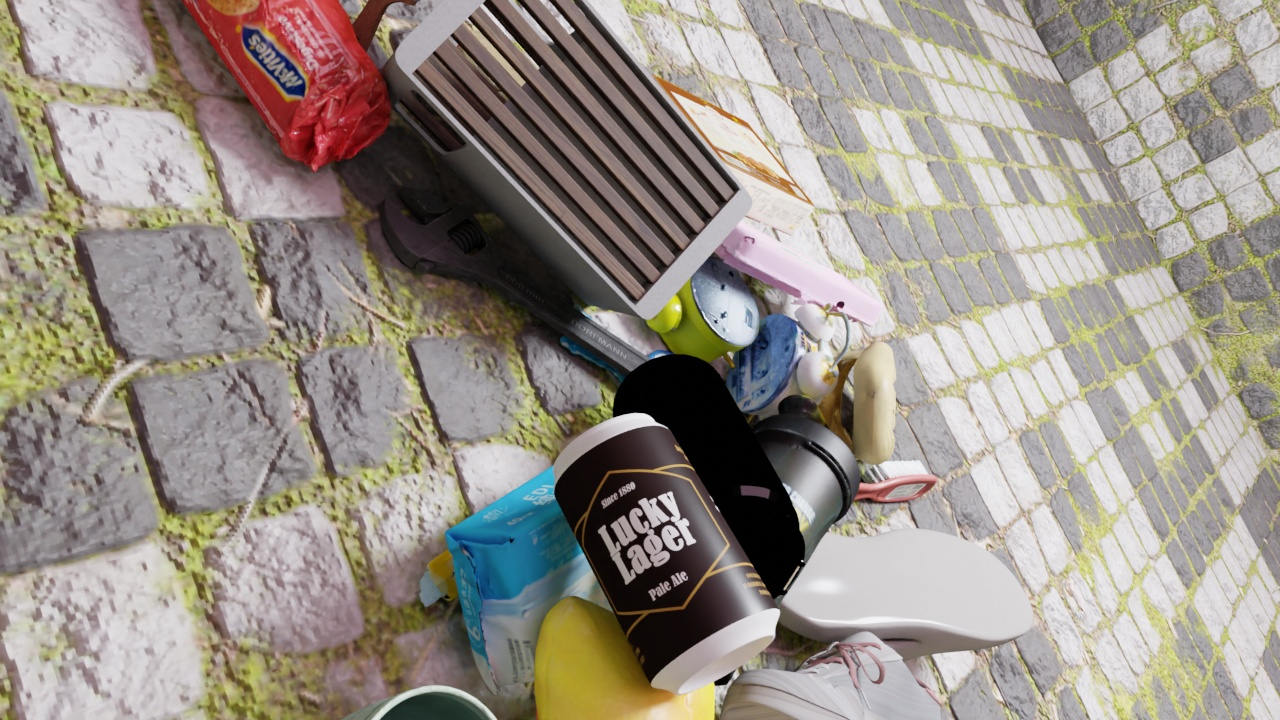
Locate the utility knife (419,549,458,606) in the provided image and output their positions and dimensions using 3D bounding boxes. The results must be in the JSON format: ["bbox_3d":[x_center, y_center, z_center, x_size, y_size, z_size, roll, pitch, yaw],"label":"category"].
[{"bbox_3d":[-0.078,0.108,0.568,0.030,0.017,0.158,53,42,8],"label":"utility knife"}]

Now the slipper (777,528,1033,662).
[{"bbox_3d":[0.200,0.204,0.763,0.265,0.081,0.112,7,39,-28],"label":"slipper"}]

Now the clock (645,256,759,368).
[{"bbox_3d":[0.045,-0.047,0.761,0.119,0.057,0.083,34,46,-28],"label":"clock"}]

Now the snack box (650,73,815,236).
[{"bbox_3d":[0.077,-0.194,0.866,0.143,0.041,0.147,12,38,-43],"label":"snack box"}]

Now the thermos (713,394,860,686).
[{"bbox_3d":[0.086,0.125,0.659,0.098,0.098,0.220,51,47,-10],"label":"thermos"}]

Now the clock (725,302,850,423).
[{"bbox_3d":[0.125,0.003,0.760,0.052,0.126,0.088,26,50,-25],"label":"clock"}]

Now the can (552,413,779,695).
[{"bbox_3d":[0.010,0.096,0.464,0.071,0.072,0.128,1,49,-46],"label":"can"}]

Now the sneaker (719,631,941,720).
[{"bbox_3d":[0.139,0.236,0.651,0.236,0.099,0.089,33,46,-38],"label":"sneaker"}]

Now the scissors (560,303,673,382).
[{"bbox_3d":[-0.006,0.001,0.714,0.140,0.013,0.117,51,42,-6],"label":"scissors"}]

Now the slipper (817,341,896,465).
[{"bbox_3d":[0.183,0.036,0.805,0.261,0.079,0.111,4,91,-76],"label":"slipper"}]

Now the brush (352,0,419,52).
[{"bbox_3d":[-0.167,-0.223,0.582,0.045,0.143,0.008,48,38,0],"label":"brush"}]

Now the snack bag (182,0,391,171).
[{"bbox_3d":[-0.221,-0.205,0.565,0.176,0.083,0.082,56,39,-4],"label":"snack bag"}]

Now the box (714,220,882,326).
[{"bbox_3d":[0.118,-0.096,0.841,0.201,0.037,0.152,20,21,-40],"label":"box"}]

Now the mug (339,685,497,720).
[{"bbox_3d":[-0.124,0.197,0.389,0.111,0.104,0.084,-16,79,-51],"label":"mug"}]

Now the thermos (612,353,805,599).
[{"bbox_3d":[0.041,0.079,0.585,0.086,0.086,0.198,35,15,-26],"label":"thermos"}]

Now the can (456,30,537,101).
[{"bbox_3d":[-0.113,-0.206,0.707,0.086,0.043,0.086,26,49,-34],"label":"can"}]

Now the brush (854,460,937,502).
[{"bbox_3d":[0.220,0.114,0.863,0.172,0.041,0.030,3,46,-43],"label":"brush"}]

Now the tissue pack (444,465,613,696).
[{"bbox_3d":[-0.049,0.117,0.537,0.144,0.062,0.093,-27,112,-49],"label":"tissue pack"}]

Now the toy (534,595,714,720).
[{"bbox_3d":[-0.018,0.225,0.457,0.134,0.088,0.193,39,55,-39],"label":"toy"}]

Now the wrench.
[{"bbox_3d":[-0.065,-0.037,0.661,0.273,0.018,0.073,34,44,-22],"label":"wrench"}]

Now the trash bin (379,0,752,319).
[{"bbox_3d":[-0.054,-0.149,0.629,0.114,0.114,0.229,-48,112,-9],"label":"trash bin"}]
